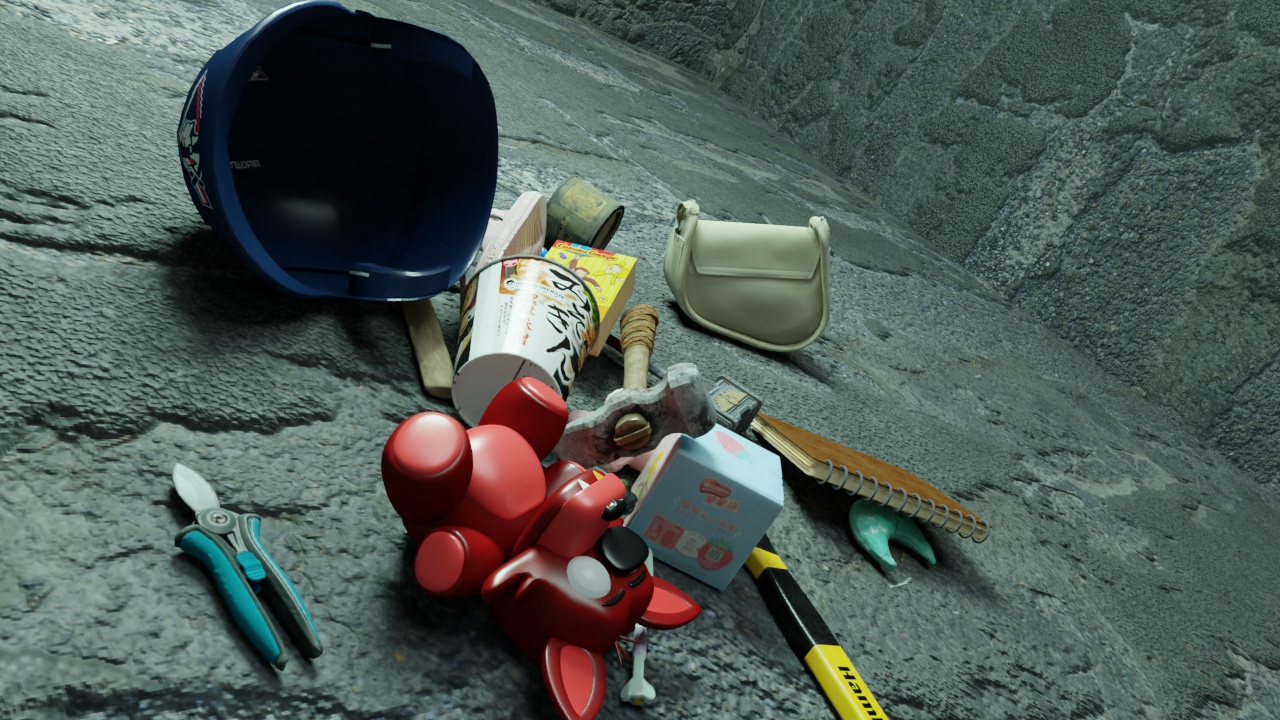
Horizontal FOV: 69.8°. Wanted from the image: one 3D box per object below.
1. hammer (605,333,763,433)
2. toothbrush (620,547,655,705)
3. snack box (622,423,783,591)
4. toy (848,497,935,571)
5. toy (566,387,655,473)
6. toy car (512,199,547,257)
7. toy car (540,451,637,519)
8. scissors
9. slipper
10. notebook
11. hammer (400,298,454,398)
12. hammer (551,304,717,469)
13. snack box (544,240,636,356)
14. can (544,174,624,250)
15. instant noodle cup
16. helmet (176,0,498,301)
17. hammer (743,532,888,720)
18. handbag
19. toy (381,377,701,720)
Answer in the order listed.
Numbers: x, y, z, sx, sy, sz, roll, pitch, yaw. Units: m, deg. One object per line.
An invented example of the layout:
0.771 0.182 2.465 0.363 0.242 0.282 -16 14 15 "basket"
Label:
-0.027 -0.019 0.963 0.322 0.044 0.098 34 23 14 "hammer"
0.001 0.176 0.629 0.022 0.015 0.154 -2 24 3 "toothbrush"
0.049 0.107 0.723 0.093 0.095 0.079 28 24 -6 "snack box"
0.247 0.170 0.912 0.105 0.033 0.085 7 38 -44 "toy"
-0.011 0.065 0.800 0.105 0.053 0.108 -9 43 -35 "toy"
-0.119 -0.139 1.062 0.092 0.062 0.033 24 24 -15 "toy car"
-0.051 0.095 0.708 0.047 0.033 0.105 -7 30 -46 "toy car"
-0.223 0.108 0.494 0.136 0.019 0.137 27 24 -9 "scissors"
-0.146 -0.104 0.912 0.064 0.094 0.238 8 33 5 "slipper"
0.237 0.120 0.956 0.225 0.024 0.167 22 7 -19 "notebook"
-0.216 -0.069 0.864 0.119 0.031 0.331 14 31 -33 "hammer"
-0.005 0.005 0.799 0.318 0.121 0.049 -87 154 -72 "hammer"
-0.065 -0.065 0.924 0.088 0.040 0.125 14 38 9 "snack box"
-0.074 -0.176 1.154 0.074 0.090 0.089 34 24 7 "can"
-0.100 -0.004 0.755 0.123 0.124 0.121 25 32 -13 "instant noodle cup"
-0.262 -0.166 0.738 0.223 0.232 0.272 10 9 10 "helmet"
0.151 0.238 0.669 0.169 0.034 0.324 15 26 -34 "hammer"
0.133 -0.121 1.200 0.228 0.184 0.132 2 30 -20 "handbag"
-0.060 0.111 0.571 0.197 0.121 0.158 45 27 13 "toy"
